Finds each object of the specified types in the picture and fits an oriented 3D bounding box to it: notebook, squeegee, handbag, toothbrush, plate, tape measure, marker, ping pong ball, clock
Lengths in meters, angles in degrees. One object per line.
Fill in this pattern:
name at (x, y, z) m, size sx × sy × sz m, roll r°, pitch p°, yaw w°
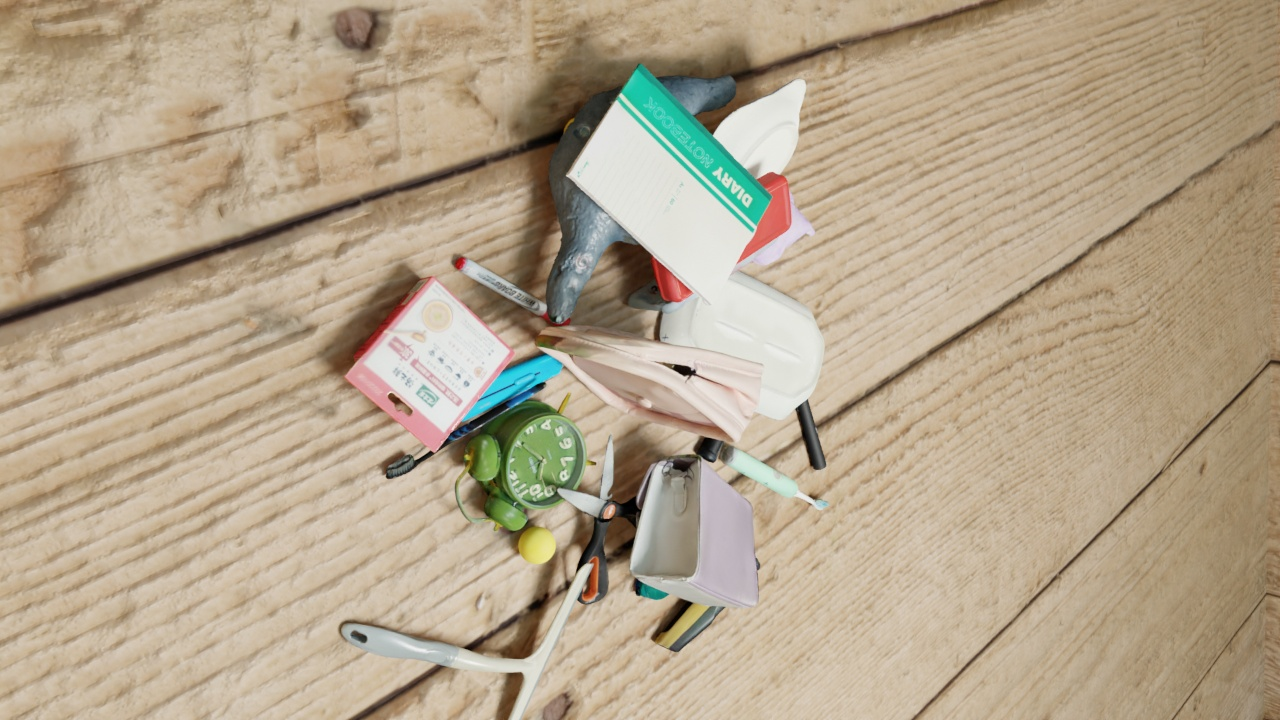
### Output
notebook at (0.036, -0.177, 0.936) m, size 0.209 × 0.012 × 0.150 m, roll 39°, pitch 70°, yaw -26°
squeegee at (-0.187, 0.302, 0.943) m, size 0.246 × 0.039 × 0.246 m, roll 23°, pitch 94°, yaw -34°
handbag at (-0.006, 0.005, 0.935) m, size 0.234 × 0.194 × 0.093 m, roll 24°, pitch 82°, yaw -50°
toothbrush at (0.130, 0.033, 1.176) m, size 0.212 × 0.026 × 0.027 m, roll -62°, pitch 163°, yaw -14°
plate at (0.140, -0.024, 1.143) m, size 0.265 × 0.034 × 0.162 m, roll 23°, pitch 78°, yaw -32°
tape measure at (0.022, 0.266, 1.129) m, size 0.054 × 0.025 × 0.058 m, roll 25°, pitch 82°, yaw -38°
toothbrush at (-0.173, 0.067, 0.926) m, size 0.189 × 0.014 × 0.016 m, roll -31°, pitch 138°, yaw -23°
marker at (0.233, 0.095, 1.273) m, size 0.022 × 0.020 × 0.132 m, roll -26°, pitch 114°, yaw -15°
ping pong ball at (-0.112, 0.201, 0.997) m, size 0.040 × 0.040 × 0.040 m, roll -8°, pitch 103°, yaw -38°
handbag at (0.069, 0.206, 1.080) m, size 0.197 × 0.099 × 0.144 m, roll 41°, pitch 54°, yaw -55°
clock at (-0.125, 0.110, 0.961) m, size 0.160 × 0.056 × 0.116 m, roll -33°, pitch 116°, yaw -30°
marker at (-0.130, -0.068, 0.950) m, size 0.145 × 0.017 × 0.017 m, roll 30°, pitch 79°, yaw -39°
toothbrush at (0.186, 0.165, 1.242) m, size 0.224 × 0.027 × 0.026 m, roll 31°, pitch 41°, yaw -38°
plate at (0.133, -0.235, 1.062) m, size 0.163 × 0.034 × 0.165 m, roll -34°, pitch 157°, yaw -30°

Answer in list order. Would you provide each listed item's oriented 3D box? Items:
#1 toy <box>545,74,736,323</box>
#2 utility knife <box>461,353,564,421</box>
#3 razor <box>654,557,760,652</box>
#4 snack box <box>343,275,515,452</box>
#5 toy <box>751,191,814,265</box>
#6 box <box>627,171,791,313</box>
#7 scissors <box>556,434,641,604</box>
toy at (-0.021, -0.203, 0.961) m, size 0.138 × 0.091 × 0.355 m, roll 41°, pitch 70°, yaw -27°
utility knife at (-0.115, 0.012, 0.977) m, size 0.208 × 0.018 × 0.034 m, roll -26°, pitch 113°, yaw -35°
razor at (0.083, 0.306, 1.175) m, size 0.167 × 0.062 × 0.067 m, roll -42°, pitch 91°, yaw -19°
snack box at (-0.203, 0.004, 0.874) m, size 0.113 × 0.044 × 0.127 m, roll 46°, pitch 69°, yaw -23°
toy at (0.169, -0.167, 1.162) m, size 0.107 × 0.039 × 0.084 m, roll -41°, pitch 107°, yaw -21°
box at (0.073, -0.134, 1.042) m, size 0.201 × 0.100 × 0.112 m, roll -35°, pitch 130°, yaw -28°
scissors at (-0.033, 0.185, 1.036) m, size 0.220 × 0.022 × 0.231 m, roll 5°, pitch 108°, yaw -53°
